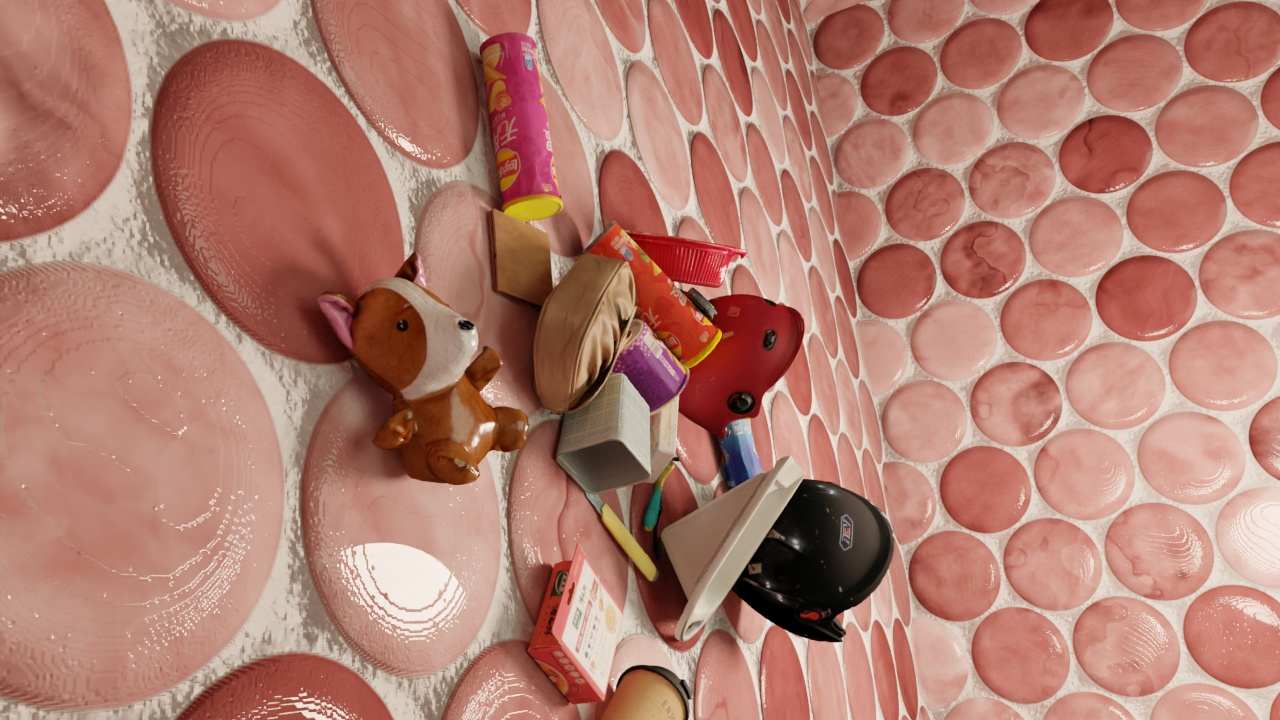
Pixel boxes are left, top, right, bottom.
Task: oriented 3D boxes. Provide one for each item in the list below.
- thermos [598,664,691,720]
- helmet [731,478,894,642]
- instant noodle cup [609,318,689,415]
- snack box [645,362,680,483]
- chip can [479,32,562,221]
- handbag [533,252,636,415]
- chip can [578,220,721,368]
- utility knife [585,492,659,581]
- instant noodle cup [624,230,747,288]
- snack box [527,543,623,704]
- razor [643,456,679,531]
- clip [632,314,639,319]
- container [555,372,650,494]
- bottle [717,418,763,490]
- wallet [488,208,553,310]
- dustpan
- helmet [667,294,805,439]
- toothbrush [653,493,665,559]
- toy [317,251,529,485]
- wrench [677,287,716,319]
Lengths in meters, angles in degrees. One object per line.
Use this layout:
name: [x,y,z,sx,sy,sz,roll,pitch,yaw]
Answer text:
thermos: [-0.008,0.404,1.009,0.143,0.093,0.093,-33,108,-58]
helmet: [0.253,0.298,1.441,0.230,0.276,0.232,31,54,-22]
instant noodle cup: [-0.007,0.007,1.212,0.099,0.112,0.111,54,30,-23]
snack box: [0.027,0.083,1.273,0.027,0.085,0.156,15,51,-13]
chip can: [-0.143,-0.276,1.087,0.071,0.071,0.210,11,67,-65]
handbag: [-0.061,-0.035,1.077,0.204,0.100,0.148,-63,166,-56]
chip can: [0.015,-0.089,1.247,0.216,0.073,0.073,46,30,-8]
utility knife: [-0.022,0.219,1.160,0.030,0.020,0.196,-80,149,-51]
instant noodle cup: [0.058,-0.149,1.366,0.193,0.194,0.066,-5,107,-67]
snack box: [-0.071,0.281,0.979,0.113,0.044,0.127,-74,144,-49]
razor: [0.022,0.184,1.267,0.028,0.043,0.132,99,5,-46]
clip: [-0.002,-0.057,1.352,0.058,0.026,0.038,47,25,-37]
container: [-0.041,0.085,1.104,0.090,0.090,0.111,53,28,-40]
bottle: [0.177,0.185,1.575,0.065,0.065,0.218,-24,99,-67]
wallet: [-0.139,-0.116,1.077,0.115,0.020,0.101,21,59,-59]
dustpan: [0.136,0.265,1.260,0.142,0.258,0.222,63,8,19]
helmet: [0.116,-0.012,1.365,0.144,0.241,0.206,27,44,-21]
toothbrush: [0.028,0.190,1.295,0.014,0.016,0.189,55,29,-51]
toy: [-0.182,0.010,0.791,0.199,0.131,0.139,63,31,-7]
wrench: [0.065,-0.095,1.361,0.056,0.016,0.273,46,-1,-14]
